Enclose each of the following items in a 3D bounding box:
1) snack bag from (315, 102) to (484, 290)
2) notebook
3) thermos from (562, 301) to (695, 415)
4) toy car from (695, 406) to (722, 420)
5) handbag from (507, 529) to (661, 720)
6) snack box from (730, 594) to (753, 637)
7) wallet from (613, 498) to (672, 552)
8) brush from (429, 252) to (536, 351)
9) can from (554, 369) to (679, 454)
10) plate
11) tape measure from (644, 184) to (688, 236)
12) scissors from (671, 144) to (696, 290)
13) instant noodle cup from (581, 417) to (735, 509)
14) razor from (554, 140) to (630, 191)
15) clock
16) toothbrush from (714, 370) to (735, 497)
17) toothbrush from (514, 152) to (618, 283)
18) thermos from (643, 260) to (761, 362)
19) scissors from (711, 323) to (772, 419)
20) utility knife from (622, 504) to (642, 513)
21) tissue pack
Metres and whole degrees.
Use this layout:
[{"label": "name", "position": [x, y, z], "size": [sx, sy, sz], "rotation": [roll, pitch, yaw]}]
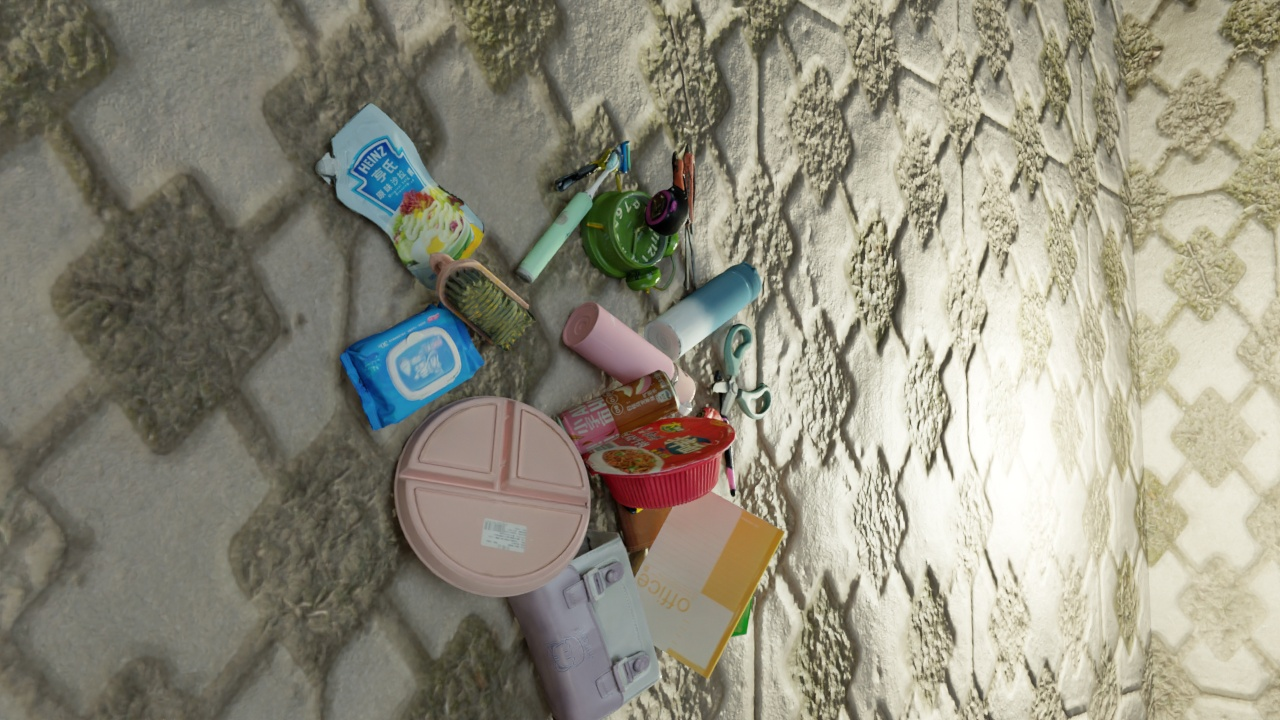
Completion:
[{"label": "snack bag", "position": [-0.259, -0.177, 1.001], "size": [0.110, 0.039, 0.191], "rotation": [-52, 119, -21]}, {"label": "notebook", "position": [0.073, 0.273, 1.165], "size": [0.206, 0.146, 0.010], "rotation": [-61, 159, -6]}, {"label": "thermos", "position": [-0.007, 0.007, 1.188], "size": [0.067, 0.087, 0.198], "rotation": [-44, 125, 12]}, {"label": "toy car", "position": [0.090, 0.114, 1.303], "size": [0.049, 0.031, 0.106], "rotation": [49, 53, -30]}, {"label": "handbag", "position": [-0.066, 0.319, 1.095], "size": [0.144, 0.099, 0.197], "rotation": [-24, 101, -37]}, {"label": "snack box", "position": [0.092, 0.316, 1.229], "size": [0.105, 0.118, 0.118], "rotation": [23, 73, -44]}, {"label": "wallet", "position": [0.016, 0.193, 1.227], "size": [0.124, 0.032, 0.101], "rotation": [-9, 89, -44]}, {"label": "brush", "position": [-0.180, -0.069, 1.012], "size": [0.063, 0.073, 0.145], "rotation": [-46, 149, -1]}, {"label": "can", "position": [-0.028, 0.065, 1.131], "size": [0.147, 0.058, 0.058], "rotation": [-24, 104, -8]}, {"label": "plate", "position": [-0.155, 0.144, 1.017], "size": [0.229, 0.028, 0.229], "rotation": [12, 64, -26]}, {"label": "tape measure", "position": [0.032, -0.192, 1.182], "size": [0.039, 0.057, 0.057], "rotation": [23, 54, -36]}, {"label": "scissors", "position": [0.066, -0.204, 1.285], "size": [0.188, 0.015, 0.223], "rotation": [-78, 162, -52]}, {"label": "instant noodle cup", "position": [0.025, 0.130, 1.136], "size": [0.193, 0.194, 0.066], "rotation": [-22, 109, -42]}, {"label": "razor", "position": [-0.065, -0.249, 1.200], "size": [0.142, 0.022, 0.043], "rotation": [-35, 132, -39]}, {"label": "clock", "position": [-0.007, -0.159, 1.221], "size": [0.161, 0.056, 0.115], "rotation": [45, 58, -31]}, {"label": "toothbrush", "position": [0.125, 0.108, 1.345], "size": [0.014, 0.018, 0.189], "rotation": [-7, 93, -1]}, {"label": "toothbrush", "position": [-0.087, -0.182, 1.157], "size": [0.224, 0.026, 0.027], "rotation": [-56, 156, -26]}, {"label": "thermos", "position": [0.095, -0.072, 1.305], "size": [0.219, 0.070, 0.070], "rotation": [-36, 110, -40]}, {"label": "scissors", "position": [0.156, 0.038, 1.365], "size": [0.178, 0.019, 0.172], "rotation": [54, 41, -33]}, {"label": "utility knife", "position": [0.031, 0.164, 1.215], "size": [0.154, 0.015, 0.033], "rotation": [-22, 98, -43]}, {"label": "tissue pack", "position": [-0.240, 0.001, 0.987], "size": [0.156, 0.052, 0.095], "rotation": [-35, 110, -40]}]
